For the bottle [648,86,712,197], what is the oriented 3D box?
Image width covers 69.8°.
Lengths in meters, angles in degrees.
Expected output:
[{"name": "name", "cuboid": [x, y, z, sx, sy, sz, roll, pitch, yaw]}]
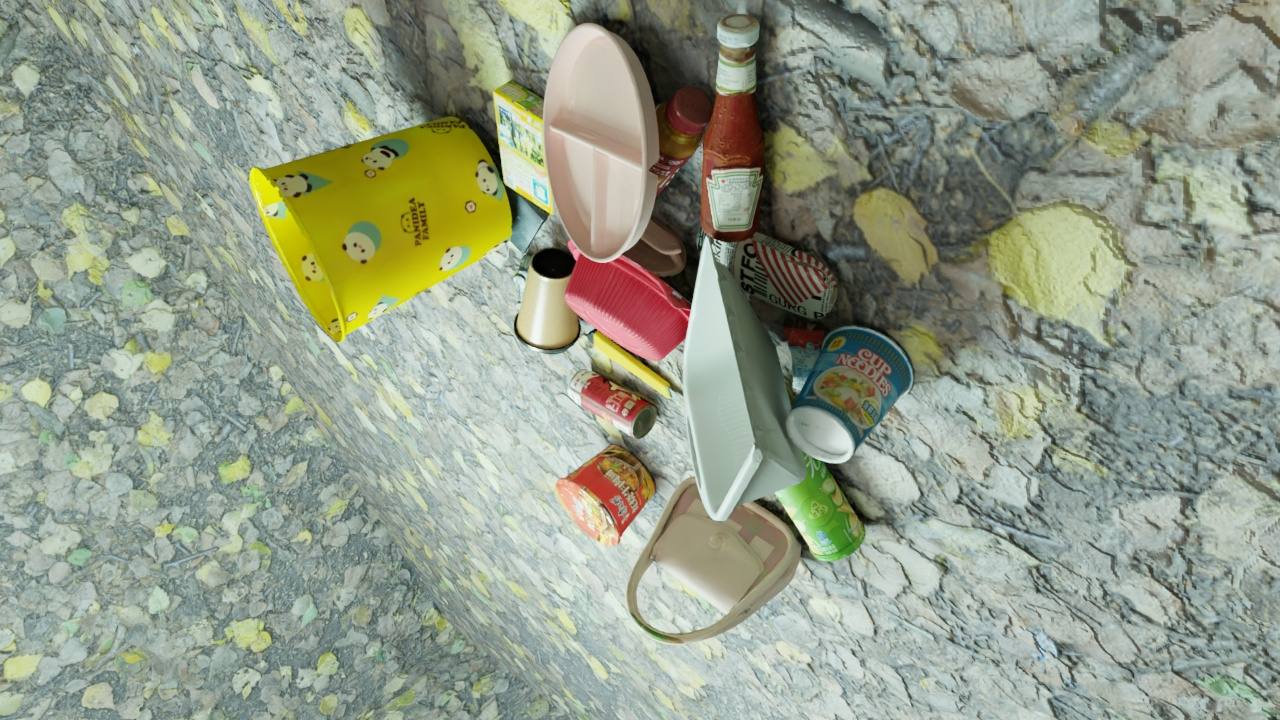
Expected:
[{"name": "bottle", "cuboid": [0.016, -0.205, 0.900, 0.057, 0.057, 0.175, 49, 152, -1]}]

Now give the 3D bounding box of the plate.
[{"name": "plate", "cuboid": [-0.041, -0.213, 0.910, 0.229, 0.028, 0.230, 34, 129, 56]}]

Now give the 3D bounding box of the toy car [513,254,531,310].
[{"name": "toy car", "cuboid": [-0.156, -0.107, 1.285, 0.034, 0.042, 0.091, 8, 139, 2]}]

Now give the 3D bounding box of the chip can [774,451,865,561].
[{"name": "chip can", "cuboid": [0.185, 0.136, 1.073, 0.221, 0.072, 0.073, 56, 151, -15]}]

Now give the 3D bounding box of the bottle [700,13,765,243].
[{"name": "bottle", "cuboid": [0.082, -0.201, 0.813, 0.060, 0.059, 0.206, 31, 143, 30]}]

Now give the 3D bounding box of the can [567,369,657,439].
[{"name": "can", "cuboid": [-0.042, 0.060, 1.318, 0.133, 0.053, 0.053, 28, 146, 34]}]

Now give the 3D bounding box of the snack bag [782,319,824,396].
[{"name": "snack bag", "cuboid": [0.176, 0.002, 0.966, 0.048, 0.026, 0.104, 12, 138, 32]}]

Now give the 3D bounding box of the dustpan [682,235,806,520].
[{"name": "dustpan", "cuboid": [0.070, 0.046, 0.926, 0.257, 0.143, 0.222, 40, -146, -56]}]

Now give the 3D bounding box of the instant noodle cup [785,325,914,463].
[{"name": "instant noodle cup", "cuboid": [0.196, 0.038, 0.883, 0.099, 0.109, 0.099, 26, 144, 21]}]

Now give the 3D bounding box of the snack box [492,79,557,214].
[{"name": "snack box", "cuboid": [-0.127, -0.248, 1.076, 0.087, 0.033, 0.141, 35, 151, 23]}]

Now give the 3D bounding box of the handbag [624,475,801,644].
[{"name": "handbag", "cuboid": [0.081, 0.282, 1.230, 0.193, 0.233, 0.093, 30, 149, 31]}]

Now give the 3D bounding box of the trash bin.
[{"name": "trash bin", "cuboid": [-0.319, -0.180, 1.163, 0.229, 0.254, 0.230, 44, 151, 32]}]

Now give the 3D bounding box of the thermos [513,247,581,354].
[{"name": "thermos", "cuboid": [-0.121, -0.078, 1.228, 0.093, 0.092, 0.144, 37, 142, 21]}]

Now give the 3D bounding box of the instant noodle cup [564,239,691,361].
[{"name": "instant noodle cup", "cuboid": [-0.016, -0.060, 1.046, 0.194, 0.065, 0.194, 33, 171, 5]}]

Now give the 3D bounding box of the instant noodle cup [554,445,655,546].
[{"name": "instant noodle cup", "cuboid": [-0.052, 0.209, 1.459, 0.138, 0.108, 0.138, 34, 149, 24]}]

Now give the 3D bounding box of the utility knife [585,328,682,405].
[{"name": "utility knife", "cuboid": [-0.007, 0.007, 1.244, 0.171, 0.015, 0.033, 36, 156, 19]}]

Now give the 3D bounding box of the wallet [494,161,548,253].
[{"name": "wallet", "cuboid": [-0.172, -0.199, 1.216, 0.097, 0.019, 0.121, 49, 154, -2]}]

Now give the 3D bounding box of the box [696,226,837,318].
[{"name": "box", "cuboid": [0.121, -0.090, 0.908, 0.164, 0.051, 0.068, 29, 132, 34]}]

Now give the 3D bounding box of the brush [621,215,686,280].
[{"name": "brush", "cuboid": [-0.010, -0.141, 1.011, 0.145, 0.063, 0.073, 37, 159, 19]}]
